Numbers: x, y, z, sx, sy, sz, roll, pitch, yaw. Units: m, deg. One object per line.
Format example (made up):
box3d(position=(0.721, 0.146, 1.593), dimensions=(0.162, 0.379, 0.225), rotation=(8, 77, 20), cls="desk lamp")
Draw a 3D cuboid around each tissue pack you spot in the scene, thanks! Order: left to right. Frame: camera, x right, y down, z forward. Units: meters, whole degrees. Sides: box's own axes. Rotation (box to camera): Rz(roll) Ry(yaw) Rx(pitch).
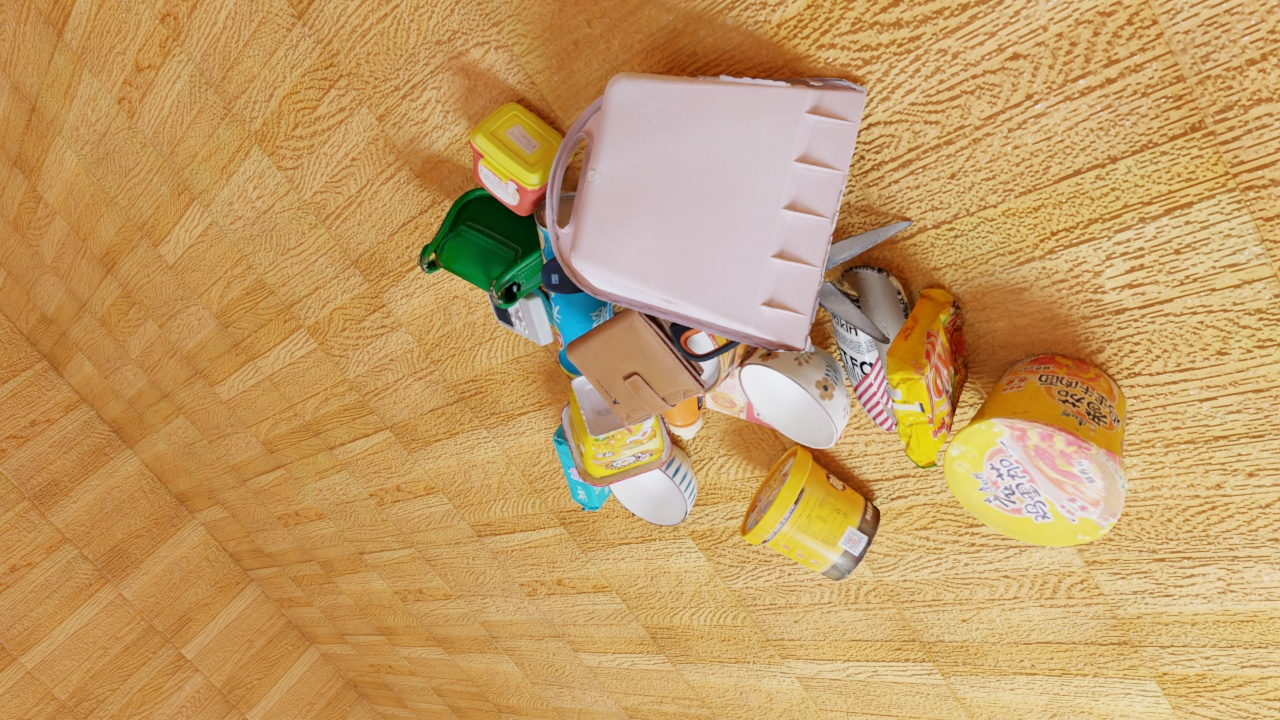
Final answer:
box3d(position=(-0.059, 0.117, 1.164), dimensions=(0.050, 0.093, 0.134), rotation=(10, 131, 29), cls="tissue pack")

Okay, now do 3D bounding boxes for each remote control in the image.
box3d(position=(-0.145, -0.058, 1.078), dimensions=(0.150, 0.021, 0.058), rotation=(23, 133, 59), cls="remote control")
box3d(position=(-0.032, -0.096, 0.920), dimensions=(0.053, 0.136, 0.024), rotation=(83, 165, -45), cls="remote control")

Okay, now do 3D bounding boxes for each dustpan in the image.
box3d(position=(0.041, -0.144, 0.803), dimensions=(0.273, 0.138, 0.222), rotation=(16, 93, 4), cls="dustpan")

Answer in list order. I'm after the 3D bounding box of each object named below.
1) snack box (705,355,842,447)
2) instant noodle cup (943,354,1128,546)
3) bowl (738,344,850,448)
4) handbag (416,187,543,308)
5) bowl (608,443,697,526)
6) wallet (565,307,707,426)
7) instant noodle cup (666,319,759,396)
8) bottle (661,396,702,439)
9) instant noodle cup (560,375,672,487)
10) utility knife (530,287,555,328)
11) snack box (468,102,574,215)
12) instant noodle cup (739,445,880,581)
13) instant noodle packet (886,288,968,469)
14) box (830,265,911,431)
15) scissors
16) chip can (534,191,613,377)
box3d(position=(0.140, 0.037, 0.976), dimensions=(0.153, 0.025, 0.075), rotation=(17, 135, 27), cls="snack box")
box3d(position=(0.341, 0.070, 0.772), dimensions=(0.138, 0.109, 0.138), rotation=(23, 138, 23), cls="instant noodle cup")
box3d(position=(0.157, 0.024, 0.881), dimensions=(0.113, 0.062, 0.114), rotation=(38, 161, 16), cls="bowl")
box3d(position=(-0.163, -0.121, 1.006), dimensions=(0.131, 0.119, 0.068), rotation=(26, 145, 15), cls="handbag")
box3d(position=(0.022, 0.142, 1.141), dimensions=(0.116, 0.066, 0.117), rotation=(22, 138, 21), cls="bowl")
box3d(position=(-0.005, 0.005, 0.890), dimensions=(0.108, 0.031, 0.132), rotation=(52, 142, -9), cls="wallet")
box3d(position=(0.056, -0.038, 0.909), dimensions=(0.138, 0.108, 0.138), rotation=(23, 138, 22), cls="instant noodle cup")
box3d(position=(0.043, 0.036, 1.033), dimensions=(0.067, 0.066, 0.150), rotation=(16, 142, 28), cls="bottle")
box3d(position=(-0.029, 0.067, 1.036), dimensions=(0.124, 0.116, 0.116), rotation=(88, 163, -65), cls="instant noodle cup")
box3d(position=(-0.124, -0.078, 1.098), dimensions=(0.166, 0.013, 0.029), rotation=(49, 138, -5), cls="utility knife")
box3d(position=(-0.125, -0.200, 0.934), dimensions=(0.091, 0.081, 0.080), rotation=(40, 151, 5), cls="snack box")
box3d(position=(0.187, 0.171, 0.997), dimensions=(0.114, 0.118, 0.119), rotation=(32, 141, 1), cls="instant noodle cup")
box3d(position=(0.246, 0.012, 0.783), dimensions=(0.044, 0.128, 0.111), rotation=(-2, 124, 36), cls="instant noodle packet")
box3d(position=(0.223, -0.017, 0.847), dimensions=(0.163, 0.082, 0.075), rotation=(63, 172, -28), cls="box")
box3d(position=(0.120, -0.082, 0.807), dimensions=(0.220, 0.234, 0.021), rotation=(62, -169, 20), cls="scissors")
box3d(position=(-0.066, -0.076, 0.993), dimensions=(0.071, 0.071, 0.211), rotation=(21, 141, 24), cls="chip can")
